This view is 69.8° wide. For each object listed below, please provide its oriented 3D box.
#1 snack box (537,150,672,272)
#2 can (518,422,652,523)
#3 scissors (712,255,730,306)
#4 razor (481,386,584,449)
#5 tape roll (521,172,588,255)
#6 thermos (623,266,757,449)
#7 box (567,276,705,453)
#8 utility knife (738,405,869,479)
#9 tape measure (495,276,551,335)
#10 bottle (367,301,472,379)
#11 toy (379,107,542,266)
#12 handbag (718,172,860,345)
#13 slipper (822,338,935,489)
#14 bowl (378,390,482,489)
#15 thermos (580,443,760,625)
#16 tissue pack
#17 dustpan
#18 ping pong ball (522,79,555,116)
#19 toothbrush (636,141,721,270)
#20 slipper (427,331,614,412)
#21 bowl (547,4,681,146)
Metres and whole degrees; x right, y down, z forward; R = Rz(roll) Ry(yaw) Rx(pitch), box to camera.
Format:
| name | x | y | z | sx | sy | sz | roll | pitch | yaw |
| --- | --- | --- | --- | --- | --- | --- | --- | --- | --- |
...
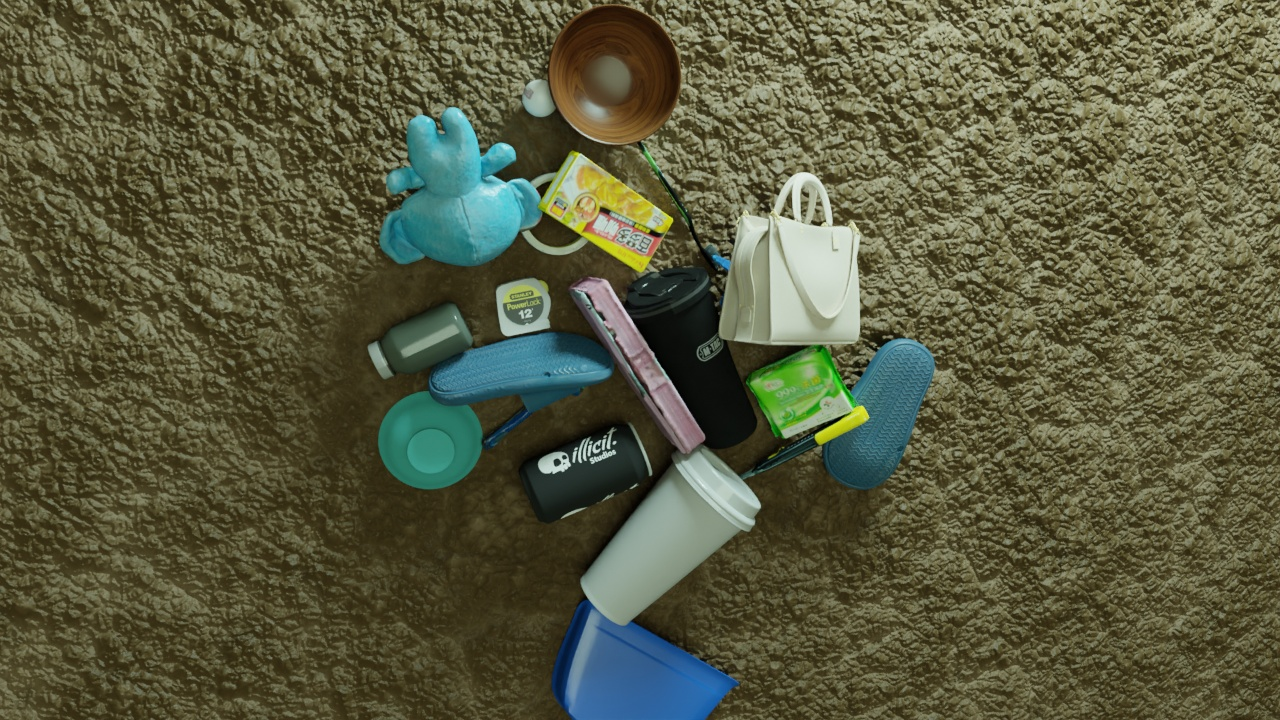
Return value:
| name | x | y | z | sx | sy | sz | roll | pitch | yaw |
| --- | --- | --- | --- | --- | --- | --- | --- | --- | --- |
| snack box | -0.038 | -0.168 | 1.050 | 0.152 | 0.025 | 0.075 | 29 | 94 | -36 |
| can | -0.067 | 0.134 | 1.101 | 0.146 | 0.080 | 0.080 | -22 | 105 | -7 |
| scissors | 0.121 | -0.101 | 1.101 | 0.125 | 0.016 | 0.125 | -57 | 130 | -35 |
| razor | -0.134 | 0.061 | 1.104 | 0.141 | 0.018 | 0.044 | -35 | 143 | -2 |
| tape roll | -0.097 | -0.170 | 1.064 | 0.094 | 0.019 | 0.094 | -2 | 102 | -12 |
| thermos | 0.067 | -0.002 | 1.097 | 0.106 | 0.106 | 0.219 | -28 | 111 | -6 |
| box | -0.007 | 0.006 | 1.084 | 0.041 | 0.098 | 0.233 | -36 | 108 | -12 |
| utility knife | 0.196 | 0.112 | 1.160 | 0.198 | 0.028 | 0.020 | -31 | 95 | 12 |
| tape measure | -0.137 | -0.063 | 1.079 | 0.064 | 0.017 | 0.065 | -12 | 104 | -10 |
| bottle | -0.249 | -0.021 | 1.040 | 0.108 | 0.060 | 0.060 | -25 | 105 | -6 |
| toy | -0.204 | -0.187 | 0.993 | 0.183 | 0.114 | 0.181 | -17 | 126 | -8 |
| handbag | 0.182 | -0.119 | 1.072 | 0.194 | 0.101 | 0.198 | -1 | 98 | -44 |
| slipper | 0.302 | 0.067 | 1.183 | 0.104 | 0.059 | 0.214 | 19 | 108 | -5 |
| bowl | -0.245 | 0.100 | 1.073 | 0.121 | 0.046 | 0.121 | -2 | 102 | -12 |
| thermos | 0.031 | 0.218 | 1.125 | 0.131 | 0.131 | 0.222 | 41 | 98 | -17 |
| tissue pack | 0.201 | 0.040 | 1.147 | 0.114 | 0.034 | 0.099 | -26 | 109 | 21 |
| dustpan | -0.039 | 0.470 | 1.189 | 0.245 | 0.059 | 0.257 | 34 | 83 | -17 |
| ping pong ball | -0.112 | -0.293 | 1.024 | 0.040 | 0.040 | 0.040 | -2 | 102 | -12 |
| toothbrush | 0.046 | -0.188 | 1.096 | 0.017 | 0.014 | 0.188 | -39 | 107 | -16 |
| slipper | -0.137 | 0.016 | 1.062 | 0.213 | 0.103 | 0.059 | -9 | 129 | -6 |
| bowl | -0.034 | -0.313 | 1.023 | 0.147 | 0.069 | 0.147 | -2 | 101 | -13 |
